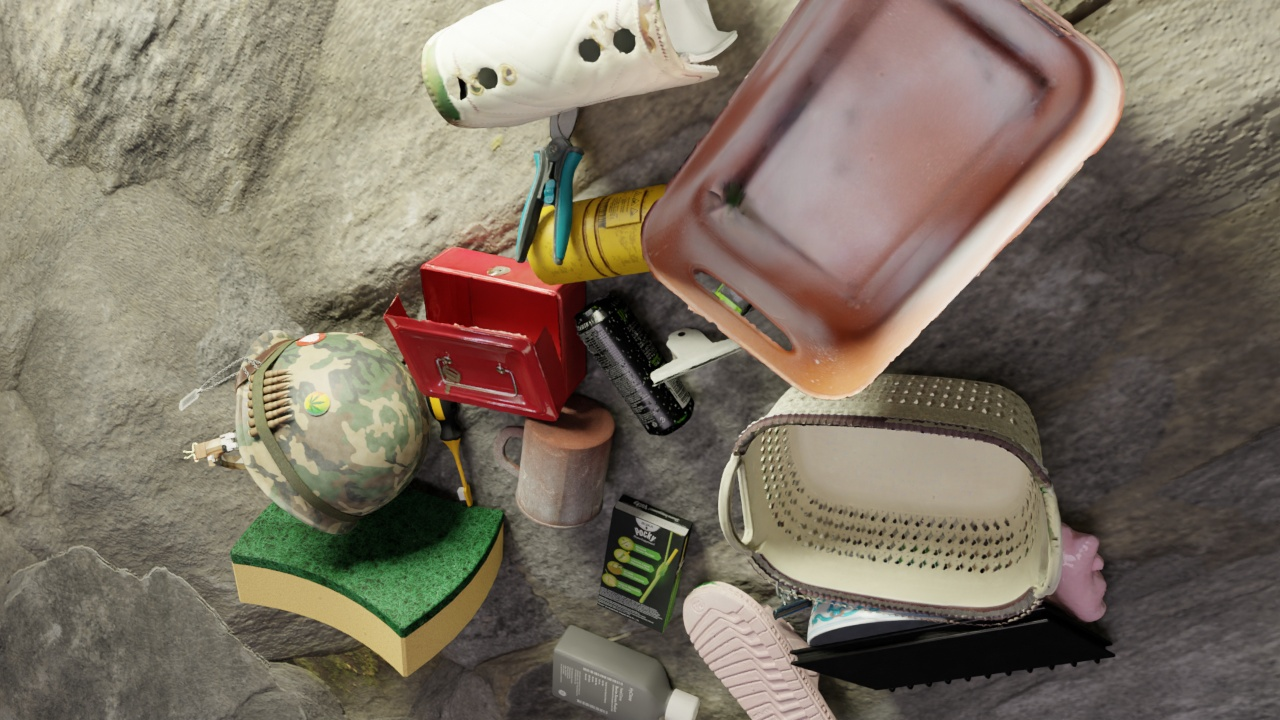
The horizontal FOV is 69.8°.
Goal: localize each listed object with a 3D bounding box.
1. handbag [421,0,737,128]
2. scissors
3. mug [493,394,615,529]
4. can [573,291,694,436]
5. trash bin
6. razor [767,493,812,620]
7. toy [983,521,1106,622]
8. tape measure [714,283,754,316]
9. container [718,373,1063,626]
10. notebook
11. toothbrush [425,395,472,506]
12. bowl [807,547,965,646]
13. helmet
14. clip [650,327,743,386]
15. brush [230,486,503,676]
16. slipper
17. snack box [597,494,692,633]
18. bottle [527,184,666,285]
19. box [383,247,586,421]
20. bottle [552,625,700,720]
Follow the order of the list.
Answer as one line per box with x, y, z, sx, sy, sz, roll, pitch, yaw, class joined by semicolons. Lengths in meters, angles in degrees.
-0.042;-0.230;0.670;0.199;0.141;0.096;-4;118;29;handbag
-0.070;-0.145;0.758;0.130;0.019;0.150;-41;62;19;scissors
-0.090;0.094;0.915;0.123;0.096;0.110;18;118;10;mug
-0.005;0.005;0.843;0.054;0.053;0.137;-27;103;35;can
0.148;-0.130;0.603;0.181;0.157;0.260;38;117;1;trash bin
0.135;0.188;0.904;0.042;0.022;0.144;-18;109;-9;razor
0.347;0.171;0.765;0.099;0.052;0.096;21;132;20;toy
0.086;-0.058;0.757;0.036;0.058;0.066;38;125;0;tape measure
0.204;0.101;0.741;0.252;0.142;0.185;3;120;25;container
0.277;0.262;0.819;0.232;0.019;0.169;-24;142;35;notebook
-0.208;0.079;1.003;0.031;0.031;0.197;-2;119;12;toothbrush
0.220;0.214;0.827;0.144;0.074;0.144;-1;151;0;bowl
-0.342;0.071;0.959;0.236;0.192;0.224;-36;75;7;helmet
0.048;-0.002;0.816;0.054;0.101;0.040;-139;31;-61;clip
-0.296;0.217;1.024;0.250;0.194;0.075;17;124;17;brush
0.141;0.326;0.954;0.094;0.064;0.239;-39;84;34;slipper
0.003;0.220;0.984;0.080;0.025;0.148;20;125;15;snack box
-0.011;-0.107;0.769;0.164;0.070;0.071;-5;115;29;bottle
-0.136;-0.026;0.875;0.157;0.117;0.136;11;137;17;box
-0.017;0.382;1.076;0.174;0.046;0.084;16;124;18;bottle
